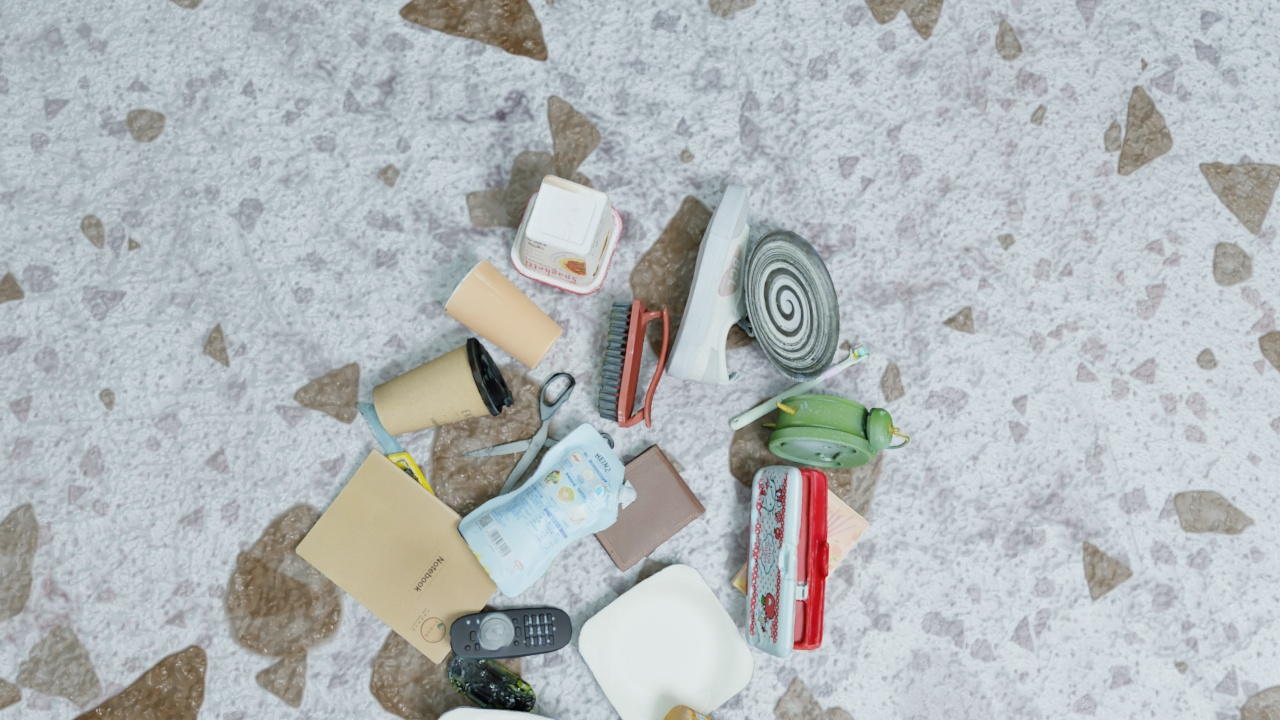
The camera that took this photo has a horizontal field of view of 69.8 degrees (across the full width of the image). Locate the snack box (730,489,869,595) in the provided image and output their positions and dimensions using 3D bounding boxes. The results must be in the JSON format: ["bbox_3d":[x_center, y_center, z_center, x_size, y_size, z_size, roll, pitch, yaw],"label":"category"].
[{"bbox_3d":[0.185,0.223,1.064,0.084,0.026,0.157,39,81,2],"label":"snack box"}]

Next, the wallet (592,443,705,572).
[{"bbox_3d":[-0.002,0.170,1.056,0.124,0.032,0.101,-35,89,-7],"label":"wallet"}]

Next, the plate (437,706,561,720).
[{"bbox_3d":[-0.147,0.440,0.987,0.163,0.034,0.164,11,105,-6],"label":"plate"}]

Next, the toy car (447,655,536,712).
[{"bbox_3d":[-0.164,0.360,1.018,0.105,0.032,0.048,29,81,11],"label":"toy car"}]

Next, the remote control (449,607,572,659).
[{"bbox_3d":[-0.144,0.304,1.022,0.136,0.024,0.053,0,68,-17],"label":"remote control"}]

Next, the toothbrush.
[{"bbox_3d":[0.189,0.032,1.094,0.189,0.029,0.020,-29,126,-6],"label":"toothbrush"}]

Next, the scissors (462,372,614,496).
[{"bbox_3d":[-0.114,0.096,1.067,0.159,0.014,0.181,21,84,1],"label":"scissors"}]

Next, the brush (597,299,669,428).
[{"bbox_3d":[-0.006,0.006,1.059,0.069,0.063,0.145,7,83,10],"label":"brush"}]

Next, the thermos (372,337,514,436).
[{"bbox_3d":[-0.221,0.035,1.031,0.143,0.093,0.093,-20,84,1],"label":"thermos"}]

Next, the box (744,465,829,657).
[{"bbox_3d":[0.164,0.216,0.999,0.095,0.101,0.201,4,82,-2],"label":"box"}]

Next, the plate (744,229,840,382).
[{"bbox_3d":[0.172,-0.062,1.062,0.179,0.024,0.179,13,71,-42],"label":"plate"}]

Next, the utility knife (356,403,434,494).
[{"bbox_3d":[-0.262,0.141,1.046,0.033,0.015,0.223,-32,86,-7],"label":"utility knife"}]

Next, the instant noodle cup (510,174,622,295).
[{"bbox_3d":[-0.084,-0.147,1.043,0.116,0.124,0.116,18,82,-2],"label":"instant noodle cup"}]

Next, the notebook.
[{"bbox_3d":[-0.263,0.220,1.030,0.207,0.008,0.148,38,90,2],"label":"notebook"}]

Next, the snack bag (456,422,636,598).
[{"bbox_3d":[-0.100,0.165,1.018,0.191,0.039,0.110,-37,70,-10],"label":"snack bag"}]

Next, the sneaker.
[{"bbox_3d":[0.104,-0.086,1.068,0.090,0.089,0.242,16,82,-4],"label":"sneaker"}]

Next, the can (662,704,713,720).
[{"bbox_3d":[0.089,0.429,0.994,0.146,0.058,0.058,33,81,-18],"label":"can"}]

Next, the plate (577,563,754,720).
[{"bbox_3d":[0.029,0.328,1.034,0.163,0.034,0.164,-32,86,-7],"label":"plate"}]

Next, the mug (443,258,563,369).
[{"bbox_3d":[-0.154,-0.049,1.053,0.123,0.078,0.078,39,81,-3],"label":"mug"}]

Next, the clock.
[{"bbox_3d":[0.223,0.084,1.042,0.161,0.116,0.056,10,71,0],"label":"clock"}]
